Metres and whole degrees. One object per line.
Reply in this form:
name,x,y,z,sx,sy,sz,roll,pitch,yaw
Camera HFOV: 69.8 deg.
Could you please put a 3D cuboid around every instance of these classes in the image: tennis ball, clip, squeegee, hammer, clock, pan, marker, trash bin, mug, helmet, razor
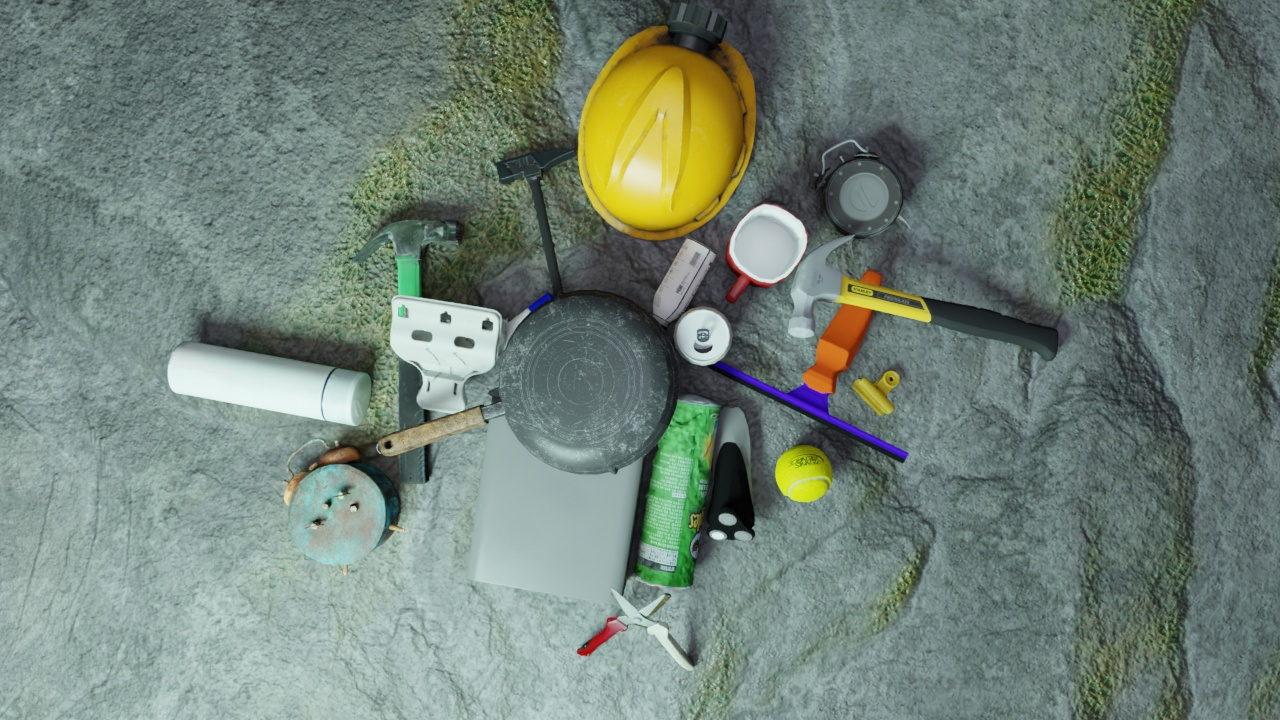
tennis ball,0.190,0.132,1.067,0.065,0.065,0.065,0,92,4
clip,0.282,0.034,1.077,0.054,0.046,0.048,46,119,2
squeegee,0.231,-0.019,1.063,0.250,0.055,0.185,27,91,22
hammer,0.325,-0.057,1.037,0.323,0.029,0.127,12,73,-10
clock,-0.367,0.168,1.103,0.121,0.073,0.157,-37,89,4
pan,-0.133,0.046,0.999,0.357,0.040,0.207,-18,85,8
marker,-0.156,-0.033,1.104,0.133,0.027,0.023,-37,90,7
trash bin,-0.092,0.152,1.073,0.192,0.097,0.220,9,94,3
mug,0.132,-0.115,1.045,0.080,0.096,0.116,35,94,2
helmet,0.028,-0.266,1.030,0.205,0.131,0.255,18,94,2
clip,-0.222,-0.016,1.070,0.126,0.109,0.151,10,130,1
razor,0.107,0.132,1.081,0.057,0.060,0.156,-1,73,14
clock,0.252,-0.191,1.060,0.091,0.043,0.123,-27,90,4
hammer,-0.278,-0.009,1.111,0.130,0.032,0.319,-1,93,3
hammer,-0.091,-0.096,1.053,0.095,0.015,0.324,-14,74,4

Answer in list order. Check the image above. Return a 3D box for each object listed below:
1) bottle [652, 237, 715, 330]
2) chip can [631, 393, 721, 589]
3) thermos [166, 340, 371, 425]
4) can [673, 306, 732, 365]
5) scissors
bottle,0.044,-0.085,1.080,0.041,0.041,0.116,30,94,2
chip can,0.043,0.149,1.074,0.075,0.075,0.223,10,92,3
thermos,-0.444,0.027,1.105,0.230,0.068,0.068,9,93,3
can,0.070,-0.028,1.037,0.064,0.127,0.064,0,92,4
scissors,0.005,0.320,1.068,0.179,0.015,0.200,29,134,-20
